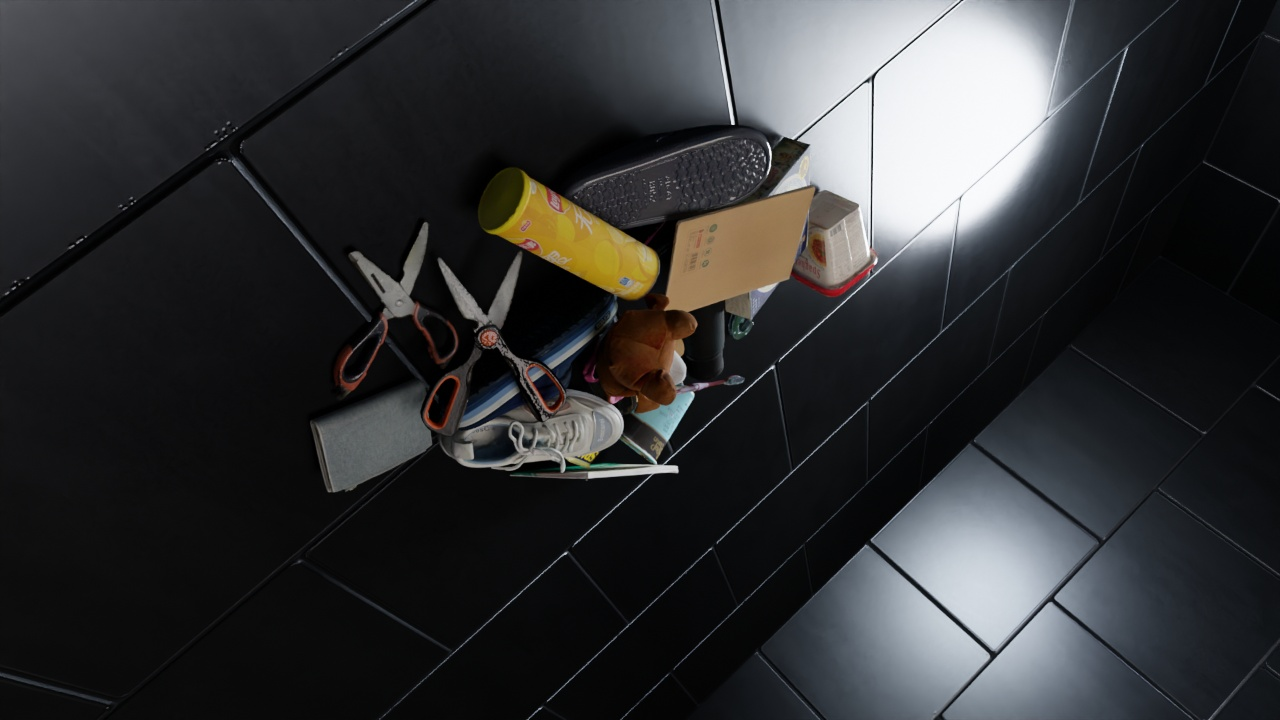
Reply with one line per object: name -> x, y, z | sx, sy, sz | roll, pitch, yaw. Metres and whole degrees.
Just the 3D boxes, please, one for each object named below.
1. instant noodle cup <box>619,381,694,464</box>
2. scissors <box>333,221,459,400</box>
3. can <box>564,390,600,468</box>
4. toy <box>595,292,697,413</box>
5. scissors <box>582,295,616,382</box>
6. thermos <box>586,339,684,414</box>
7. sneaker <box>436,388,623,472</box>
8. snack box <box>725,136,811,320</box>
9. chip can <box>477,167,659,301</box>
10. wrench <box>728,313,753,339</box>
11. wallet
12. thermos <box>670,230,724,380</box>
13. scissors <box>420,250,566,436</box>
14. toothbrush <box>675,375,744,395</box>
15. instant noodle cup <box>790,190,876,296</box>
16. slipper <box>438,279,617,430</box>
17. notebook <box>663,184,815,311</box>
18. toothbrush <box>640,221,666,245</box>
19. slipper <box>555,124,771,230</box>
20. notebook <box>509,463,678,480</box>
instant noodle cup -> 0.016, 0.076, 1.371 | 0.120, 0.111, 0.111 | -52, 151, -8
scissors -> -0.251, -0.047, 0.966 | 0.188, 0.015, 0.223 | 3, 124, -53
can -> -0.078, 0.095, 1.261 | 0.083, 0.057, 0.102 | -51, 157, 1
toy -> 0.004, -0.005, 1.113 | 0.140, 0.130, 0.200 | -71, -165, -12
scissors -> -0.052, -0.032, 1.193 | 0.133, 0.017, 0.135 | -6, 99, -36
thermos -> -0.008, 0.007, 1.274 | 0.143, 0.093, 0.093 | -38, 149, -29
sneaker -> -0.124, 0.090, 1.137 | 0.241, 0.091, 0.089 | -3, 105, -25
snack box -> 0.173, -0.180, 1.250 | 0.182, 0.046, 0.178 | -50, 149, -33
chip can -> -0.073, -0.131, 0.992 | 0.213, 0.072, 0.072 | 25, 106, -45
wrench -> 0.189, -0.142, 1.412 | 0.056, 0.016, 0.274 | -18, 139, -40
wallet -> -0.302, 0.085, 1.037 | 0.129, 0.037, 0.107 | -25, 133, -35
thermos -> 0.077, -0.082, 1.286 | 0.068, 0.090, 0.243 | -21, 138, -14
scissors -> -0.163, -0.008, 1.002 | 0.232, 0.021, 0.221 | 37, 98, -28
toothbrush -> 0.075, 0.041, 1.335 | 0.187, 0.017, 0.016 | -9, 99, -31
instant noodle cup -> 0.290, -0.183, 1.409 | 0.116, 0.116, 0.124 | -36, 137, -19
slipper -> -0.120, 0.005, 1.091 | 0.252, 0.105, 0.095 | -38, 127, -10
notebook -> 0.121, -0.134, 1.142 | 0.207, 0.008, 0.148 | -19, 140, -27
toothbrush -> 0.010, -0.159, 1.173 | 0.189, 0.018, 0.014 | -51, 151, -1
slipper -> 0.021, -0.222, 1.055 | 0.268, 0.083, 0.111 | -17, 143, -12
notebook -> -0.065, 0.163, 1.343 | 0.208, 0.151, 0.012 | 4, 84, -53
